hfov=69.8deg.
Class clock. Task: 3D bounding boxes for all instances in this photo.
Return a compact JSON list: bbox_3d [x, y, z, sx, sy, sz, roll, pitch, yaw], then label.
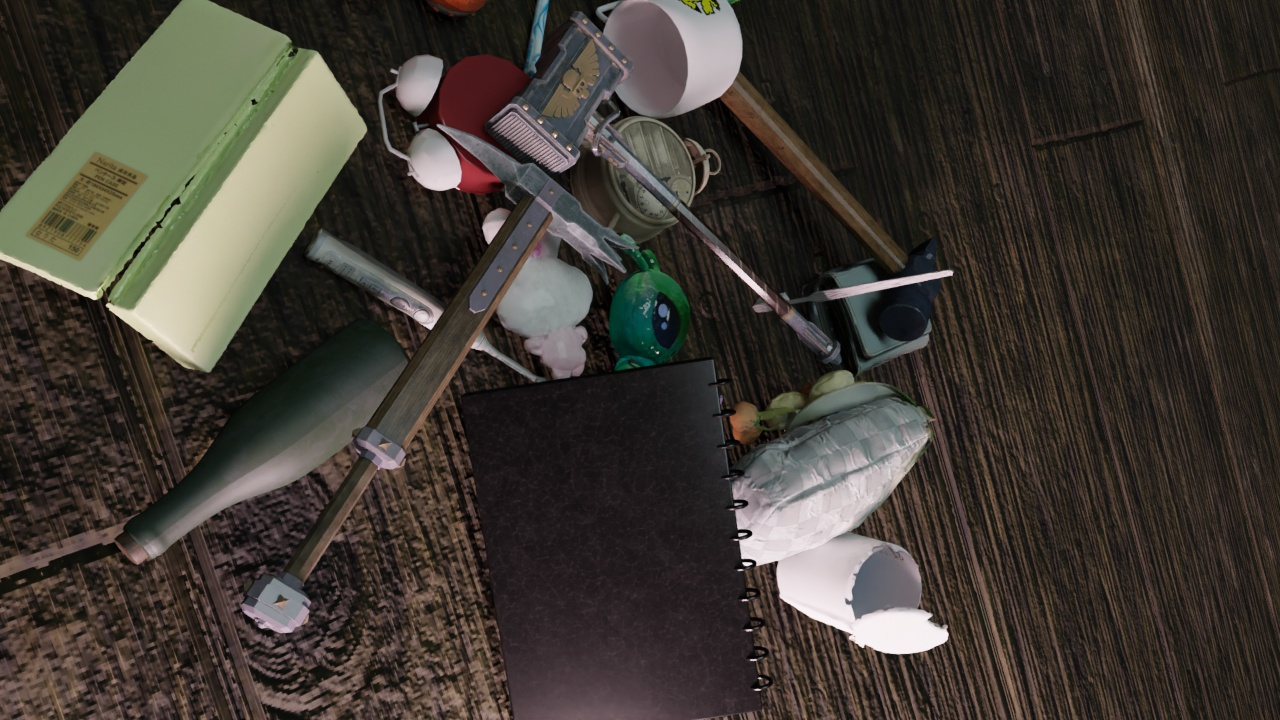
[{"bbox_3d":[0.013,-0.143,0.700,0.140,0.055,0.093,-21,96,-35],"label":"clock"},{"bbox_3d":[-0.114,-0.156,0.610,0.124,0.044,0.087,-9,88,-38],"label":"clock"}]

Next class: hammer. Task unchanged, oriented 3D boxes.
[{"bbox_3d":[0.145,-0.164,0.788,0.322,0.040,0.129,43,44,-13],"label":"hammer"},{"bbox_3d":[0.042,-0.094,0.655,0.322,0.044,0.098,40,60,-23],"label":"hammer"},{"bbox_3d":[-0.123,0.004,0.516,0.147,0.028,0.315,38,56,-18],"label":"hammer"}]

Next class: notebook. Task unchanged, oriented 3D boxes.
[{"bbox_3d":[-0.012,0.123,0.587,0.169,0.019,0.231,-8,95,-1],"label":"notebook"}]

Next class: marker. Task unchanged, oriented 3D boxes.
[{"bbox_3d":[-0.072,-0.268,0.681,0.013,0.013,0.141,17,72,-34],"label":"marker"}]

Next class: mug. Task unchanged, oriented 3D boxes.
[{"bbox_3d":[0.017,-0.243,0.701,0.115,0.094,0.067,42,50,19],"label":"mug"}]

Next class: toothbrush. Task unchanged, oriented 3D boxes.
[{"bbox_3d":[-0.129,-0.026,0.593,0.185,0.022,0.024,35,28,-28],"label":"toothbrush"},{"bbox_3d":[0.161,-0.057,0.718,0.010,0.182,0.010,50,54,-26],"label":"toothbrush"}]

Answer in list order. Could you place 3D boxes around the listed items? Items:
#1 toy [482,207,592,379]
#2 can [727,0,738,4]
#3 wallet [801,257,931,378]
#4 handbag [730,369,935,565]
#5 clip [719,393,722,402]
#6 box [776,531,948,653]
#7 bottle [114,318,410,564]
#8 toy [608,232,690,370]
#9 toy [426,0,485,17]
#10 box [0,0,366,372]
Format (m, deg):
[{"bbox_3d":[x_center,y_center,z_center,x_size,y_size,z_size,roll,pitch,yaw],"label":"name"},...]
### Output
[{"bbox_3d":[-0.067,-0.047,0.633,0.075,0.037,0.125,-23,100,-41],"label":"toy"},{"bbox_3d":[0.022,-0.332,0.717,0.143,0.083,0.083,-1,84,-38],"label":"can"},{"bbox_3d":[0.212,-0.043,0.842,0.131,0.054,0.100,-21,96,-43],"label":"wallet"},{"bbox_3d":[0.129,0.078,0.720,0.171,0.113,0.123,-20,62,-28],"label":"handbag"},{"bbox_3d":[0.044,0.043,0.720,0.045,0.014,0.050,22,73,-30],"label":"clip"},{"bbox_3d":[0.174,0.181,0.708,0.081,0.160,0.091,39,72,-20],"label":"box"},{"bbox_3d":[-0.204,0.046,0.503,0.173,0.055,0.055,-43,109,-33],"label":"bottle"},{"bbox_3d":[-0.004,0.004,0.658,0.130,0.072,0.193,36,58,-72],"label":"toy"},{"bbox_3d":[-0.163,-0.315,0.576,0.172,0.093,0.163,4,83,-50],"label":"toy"},{"bbox_3d":[-0.239,-0.102,0.501,0.133,0.061,0.187,38,62,-25],"label":"box"}]
